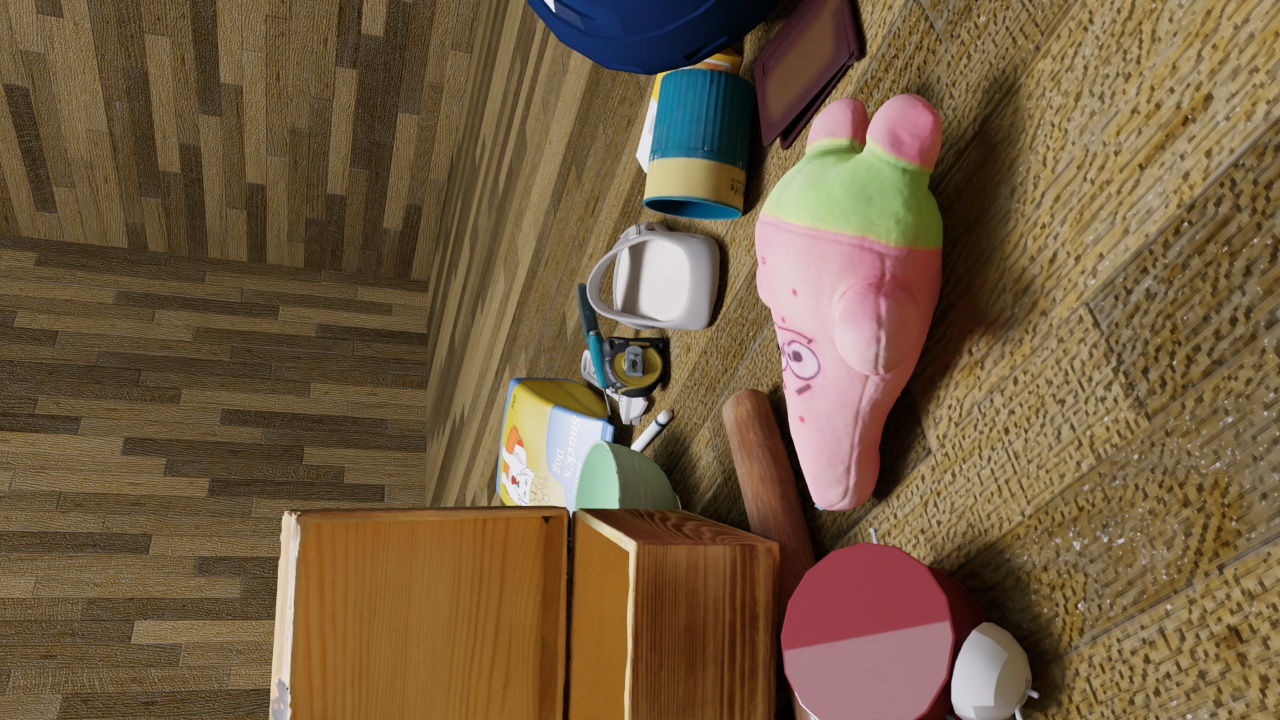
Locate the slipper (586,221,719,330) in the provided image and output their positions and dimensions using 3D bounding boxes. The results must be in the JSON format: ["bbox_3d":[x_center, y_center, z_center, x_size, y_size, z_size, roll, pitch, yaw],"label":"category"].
[{"bbox_3d":[-0.005,-0.080,0.892,0.266,0.080,0.113,-154,67,-70],"label":"slipper"}]

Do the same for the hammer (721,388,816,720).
[{"bbox_3d":[0.096,0.147,0.599,0.158,0.037,0.300,116,153,-47],"label":"hammer"}]

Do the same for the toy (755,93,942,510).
[{"bbox_3d":[0.112,-0.028,0.516,0.192,0.096,0.237,-125,35,-74],"label":"toy"}]

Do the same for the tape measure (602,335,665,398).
[{"bbox_3d":[-0.005,0.005,0.898,0.034,0.061,0.061,108,160,-72],"label":"tape measure"}]

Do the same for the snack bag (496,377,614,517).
[{"bbox_3d":[-0.087,0.118,1.074,0.205,0.102,0.159,28,113,59],"label":"snack bag"}]

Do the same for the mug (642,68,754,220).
[{"bbox_3d":[0.048,-0.175,0.768,0.113,0.083,0.107,28,-113,-88],"label":"mug"}]

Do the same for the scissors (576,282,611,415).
[{"bbox_3d":[-0.045,-0.008,0.962,0.124,0.019,0.154,-129,25,-80],"label":"scissors"}]

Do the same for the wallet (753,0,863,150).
[{"bbox_3d":[0.119,-0.218,0.660,0.116,0.018,0.091,132,140,-58],"label":"wallet"}]

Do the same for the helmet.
[{"bbox_3d":[-0.009,-0.335,0.686,0.231,0.272,0.223,-48,-22,-65],"label":"helmet"}]

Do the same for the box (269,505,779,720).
[{"bbox_3d":[-0.101,0.245,0.644,0.284,0.323,0.279,158,112,-79],"label":"box"}]

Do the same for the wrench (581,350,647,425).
[{"bbox_3d":[-0.031,0.010,1.048,0.273,0.018,0.087,-152,68,-71],"label":"wrench"}]

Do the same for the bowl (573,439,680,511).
[{"bbox_3d":[-0.010,0.150,0.849,0.151,0.077,0.151,-176,91,-72],"label":"bowl"}]

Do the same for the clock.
[{"bbox_3d":[0.125,0.147,0.444,0.096,0.048,0.137,-52,41,10],"label":"clock"}]

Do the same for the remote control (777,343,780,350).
[{"bbox_3d":[0.118,-0.069,0.632,0.030,0.009,0.140,-130,48,-65],"label":"remote control"}]

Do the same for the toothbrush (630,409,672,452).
[{"bbox_3d":[-0.003,0.094,0.949,0.187,0.012,0.017,126,131,-57],"label":"toothbrush"}]

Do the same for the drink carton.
[{"bbox_3d":[0.041,-0.223,0.825,0.040,0.058,0.123,-111,31,-53],"label":"drink carton"}]
